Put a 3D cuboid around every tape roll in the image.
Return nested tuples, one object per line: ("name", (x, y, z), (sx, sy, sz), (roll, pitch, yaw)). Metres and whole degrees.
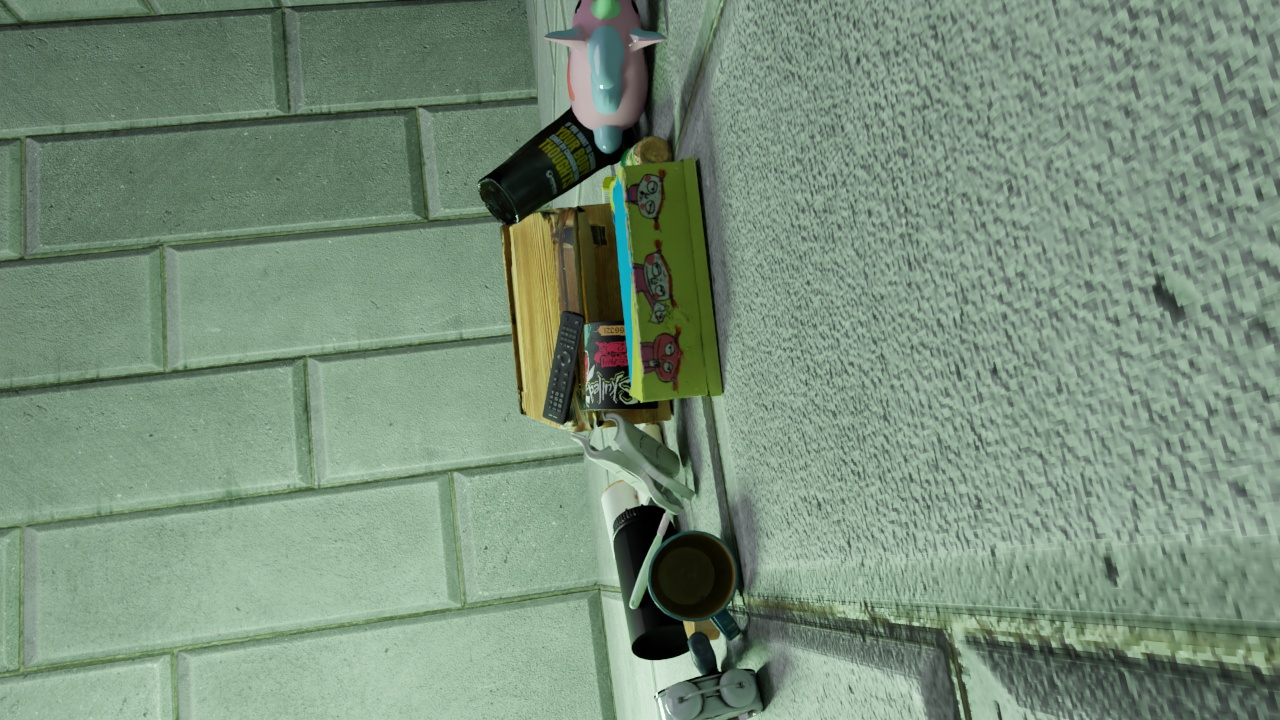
("tape roll", (0.063, 0.265, 1.020), (0.094, 0.027, 0.094), (172, 91, -82))

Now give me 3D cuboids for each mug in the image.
("mug", (-0.008, 0.234, 1.323), (0.082, 0.082, 0.105), (91, 168, -47))
("mug", (0.056, 0.221, 0.887), (0.112, 0.084, 0.104), (53, 171, 9))
("mug", (-0.006, 0.006, 1.037), (0.081, 0.118, 0.098), (2, -94, -61))

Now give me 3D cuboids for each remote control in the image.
("remote control", (-0.089, 0.009, 1.081), (0.015, 0.032, 0.136), (-20, -54, -60))

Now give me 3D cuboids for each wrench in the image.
("wrench", (0.063, 0.291, 0.886), (0.274, 0.022, 0.073), (76, 171, -67))

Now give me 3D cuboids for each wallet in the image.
("wallet", (0.011, 0.138, 1.269), (0.119, 0.037, 0.115), (104, 158, -60))

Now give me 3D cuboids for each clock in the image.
("clock", (0.061, 0.301, 0.809), (0.123, 0.094, 0.035), (85, 171, -61))

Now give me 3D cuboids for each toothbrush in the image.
("toothbrush", (0.018, 0.224, 1.097), (0.015, 0.022, 0.154), (23, -92, -65))

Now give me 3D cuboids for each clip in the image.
("clip", (0.007, 0.112, 1.069), (0.152, 0.126, 0.101), (13, 74, 44))

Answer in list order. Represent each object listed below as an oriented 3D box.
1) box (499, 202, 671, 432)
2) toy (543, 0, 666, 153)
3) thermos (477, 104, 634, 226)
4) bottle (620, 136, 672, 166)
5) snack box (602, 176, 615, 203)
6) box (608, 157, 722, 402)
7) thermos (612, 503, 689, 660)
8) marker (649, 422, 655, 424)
("box", (-0.074, -0.059, 1.196), (0.251, 0.192, 0.279), (-148, 54, -78))
("toy", (-0.036, -0.311, 1.000), (0.170, 0.120, 0.223), (-90, 1, -50))
("thermos", (-0.097, -0.252, 1.135), (0.098, 0.220, 0.098), (36, 152, 22))
("bottle", (0.006, -0.215, 0.988), (0.111, 0.043, 0.043), (-144, 48, -79))
("snack box", (-0.038, -0.194, 1.352), (0.040, 0.029, 0.148), (-84, -7, -60))
("box", (0.021, -0.075, 0.880), (0.124, 0.079, 0.221), (180, 86, -83))
("thermos", (0.014, 0.270, 1.170), (0.086, 0.086, 0.198), (91, 169, -45))
("marker", (0.015, 0.104, 1.305), (0.142, 0.013, 0.012), (96, 166, -57))
